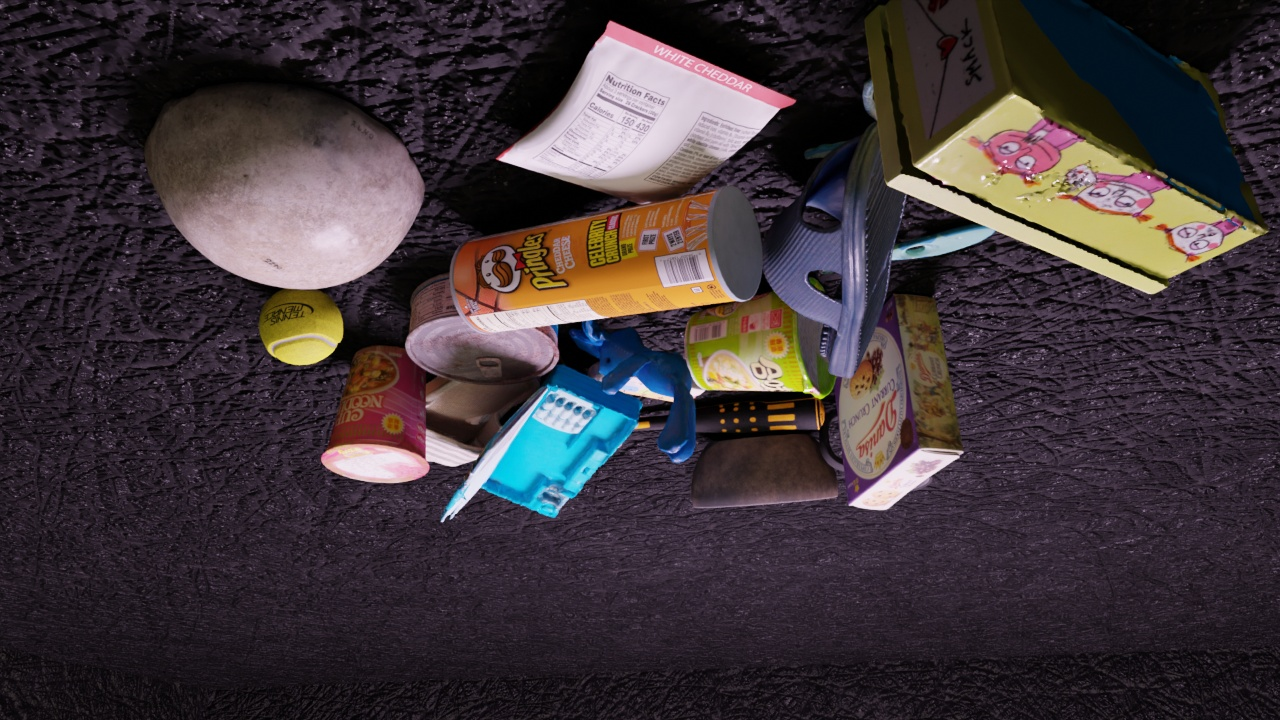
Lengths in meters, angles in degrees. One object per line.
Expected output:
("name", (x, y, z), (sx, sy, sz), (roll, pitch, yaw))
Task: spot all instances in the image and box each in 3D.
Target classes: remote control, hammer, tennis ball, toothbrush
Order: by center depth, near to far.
("toothbrush", (0.203, -0.086, 0.707), (0.135, 0.017, 0.022), (-9, 145, 18))
("tennis ball", (-0.282, -0.029, 0.764), (0.065, 0.065, 0.065), (0, 153, 0))
("remote control", (0.007, 0.022, 0.920), (0.125, 0.018, 0.038), (12, 151, -27))
("hammer", (0.037, 0.068, 0.996), (0.321, 0.036, 0.123), (-4, 154, 13))

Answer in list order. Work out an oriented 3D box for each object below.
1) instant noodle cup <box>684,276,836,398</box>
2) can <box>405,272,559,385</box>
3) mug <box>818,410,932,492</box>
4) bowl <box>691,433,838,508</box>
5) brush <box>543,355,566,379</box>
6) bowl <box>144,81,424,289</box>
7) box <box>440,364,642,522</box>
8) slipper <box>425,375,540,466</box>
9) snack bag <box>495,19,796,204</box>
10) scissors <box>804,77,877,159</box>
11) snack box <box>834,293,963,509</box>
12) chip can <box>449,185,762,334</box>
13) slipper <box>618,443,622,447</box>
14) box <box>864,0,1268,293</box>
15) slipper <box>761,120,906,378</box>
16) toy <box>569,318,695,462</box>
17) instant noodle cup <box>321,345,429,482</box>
("instant noodle cup", (0.100, -0.015, 0.775), (0.108, 0.098, 0.099), (-6, 154, 31))
("can", (-0.135, -0.025, 0.794), (0.130, 0.044, 0.130), (0, 153, 0))
("mug", (0.245, 0.087, 0.969), (0.113, 0.087, 0.078), (4, 153, -8))
("bowl", (0.136, 0.122, 1.021), (0.162, 0.070, 0.162), (-5, 172, -1))
("brush", (-0.070, 0.025, 0.899), (0.048, 0.017, 0.126), (24, 162, 19))
("bowl", (-0.239, -0.097, 0.617), (0.178, 0.081, 0.179), (-1, 155, -1))
("box", (-0.115, 0.091, 0.897), (0.169, 0.086, 0.228), (-6, 152, -32))
("slipper", (-0.190, 0.061, 0.964), (0.114, 0.054, 0.274), (19, 147, -25))
("snack bag", (-0.001, -0.141, 0.571), (0.130, 0.039, 0.144), (12, 154, -31))
("scissors", (0.178, -0.144, 0.597), (0.139, 0.011, 0.134), (1, 153, 0))
("snack box", (0.221, 0.039, 0.810), (0.040, 0.147, 0.144), (4, 152, -10))
("chip can", (-0.029, -0.066, 0.644), (0.215, 0.075, 0.075), (-6, 154, 31))
("slipper", (-0.117, 0.110, 1.016), (0.098, 0.054, 0.270), (25, 152, -24))
("box", (0.237, -0.129, 0.510), (0.220, 0.124, 0.083), (14, 150, -30))
("slipper", (0.132, -0.075, 0.643), (0.082, 0.101, 0.264), (21, 159, 19))
("toy", (-0.005, 0.004, 0.771), (0.071, 0.176, 0.113), (-39, 150, -6))
("instant noodle cup", (-0.244, 0.048, 0.869), (0.098, 0.108, 0.098), (0, 153, 0))
